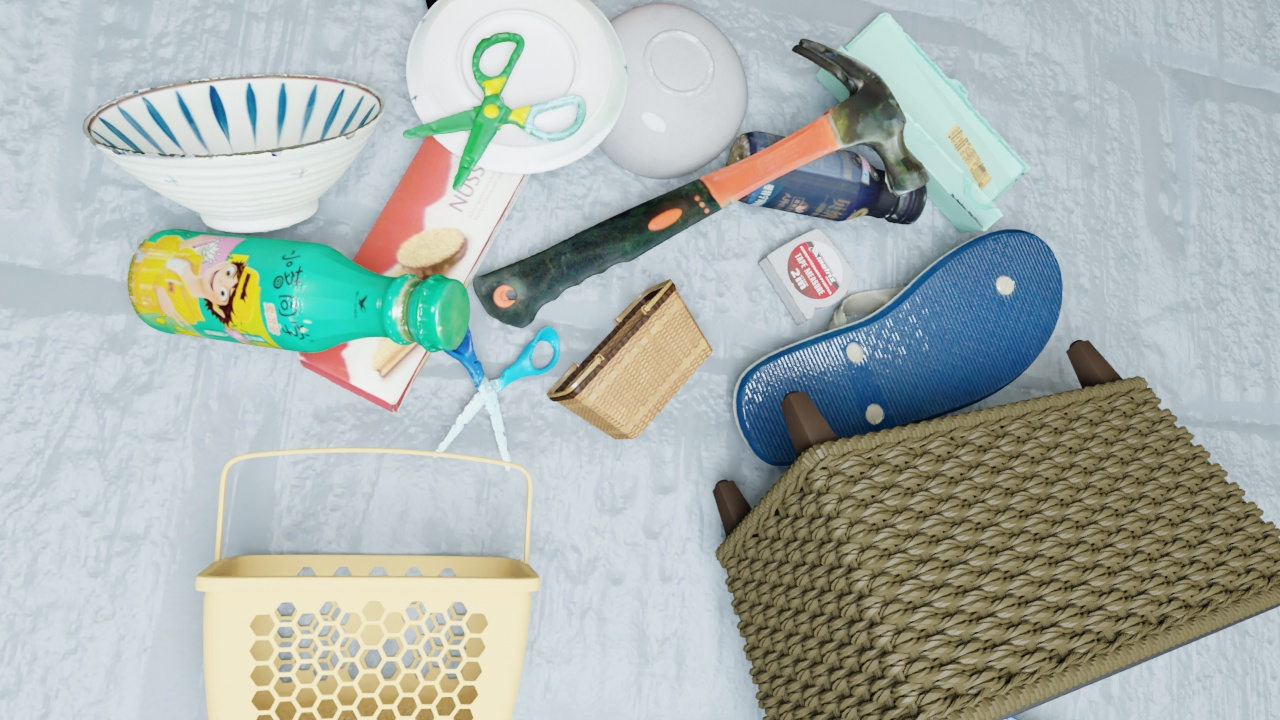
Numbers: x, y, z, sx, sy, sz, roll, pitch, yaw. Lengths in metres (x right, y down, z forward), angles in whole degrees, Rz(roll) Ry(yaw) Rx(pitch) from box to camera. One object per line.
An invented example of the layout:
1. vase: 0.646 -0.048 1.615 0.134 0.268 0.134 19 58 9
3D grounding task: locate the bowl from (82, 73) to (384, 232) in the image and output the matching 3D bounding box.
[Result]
1. bowl: -0.252 -0.129 0.595 0.177 0.177 0.071 -9 123 -16

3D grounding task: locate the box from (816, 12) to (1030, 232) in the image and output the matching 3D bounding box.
1. box: 0.238 -0.198 0.751 0.109 0.078 0.187 -42 93 -11

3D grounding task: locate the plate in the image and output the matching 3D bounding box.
1. plate: -0.086 -0.206 0.646 0.157 0.014 0.156 2 76 -7

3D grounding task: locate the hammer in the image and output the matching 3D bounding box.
1. hammer: 0.036 -0.113 0.663 0.333 0.033 0.133 -28 98 -2

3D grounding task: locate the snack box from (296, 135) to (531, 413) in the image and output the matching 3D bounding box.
1. snack box: -0.140 -0.100 0.649 0.076 0.044 0.272 28 74 -7

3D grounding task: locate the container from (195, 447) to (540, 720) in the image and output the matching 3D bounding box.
1. container: -0.160 0.137 0.557 0.183 0.129 0.167 3 86 -14

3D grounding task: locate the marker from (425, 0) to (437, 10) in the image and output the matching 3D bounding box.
1. marker: -0.151 -0.267 0.690 0.018 0.015 0.134 -15 84 3

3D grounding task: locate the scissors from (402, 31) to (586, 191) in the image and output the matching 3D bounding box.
1. scissors: -0.093 -0.163 0.621 0.121 0.012 0.127 20 74 -2

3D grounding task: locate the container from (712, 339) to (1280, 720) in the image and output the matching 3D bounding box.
1. container: 0.219 0.121 0.604 0.320 0.177 0.204 -9 60 -25

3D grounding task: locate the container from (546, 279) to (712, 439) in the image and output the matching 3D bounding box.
1. container: -0.004 0.004 0.660 0.061 0.063 0.113 46 72 -11

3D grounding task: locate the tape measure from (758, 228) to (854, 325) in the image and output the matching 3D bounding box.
1. tape measure: 0.133 -0.068 0.728 0.062 0.020 0.060 -32 89 -18

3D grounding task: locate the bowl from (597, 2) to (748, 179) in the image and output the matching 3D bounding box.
1. bowl: 0.021 -0.212 0.701 0.131 0.064 0.131 3 79 -14

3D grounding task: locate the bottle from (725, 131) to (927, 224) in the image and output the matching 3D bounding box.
1. bottle: 0.148 -0.140 0.726 0.160 0.056 0.056 8 78 -16

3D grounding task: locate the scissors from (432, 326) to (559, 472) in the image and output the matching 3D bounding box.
1. scissors: -0.110 0.012 0.635 0.129 0.014 0.127 49 66 -31

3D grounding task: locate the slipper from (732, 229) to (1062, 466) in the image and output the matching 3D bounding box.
1. slipper: 0.202 -0.005 0.718 0.294 0.060 0.118 -24 91 -11

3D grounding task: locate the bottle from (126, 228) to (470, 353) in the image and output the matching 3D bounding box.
1. bottle: -0.207 -0.039 0.562 0.210 0.068 0.068 7 76 16

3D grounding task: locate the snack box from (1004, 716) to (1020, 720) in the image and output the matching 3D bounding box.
1. snack box: 0.227 0.269 0.673 0.226 0.059 0.059 27 77 -7
